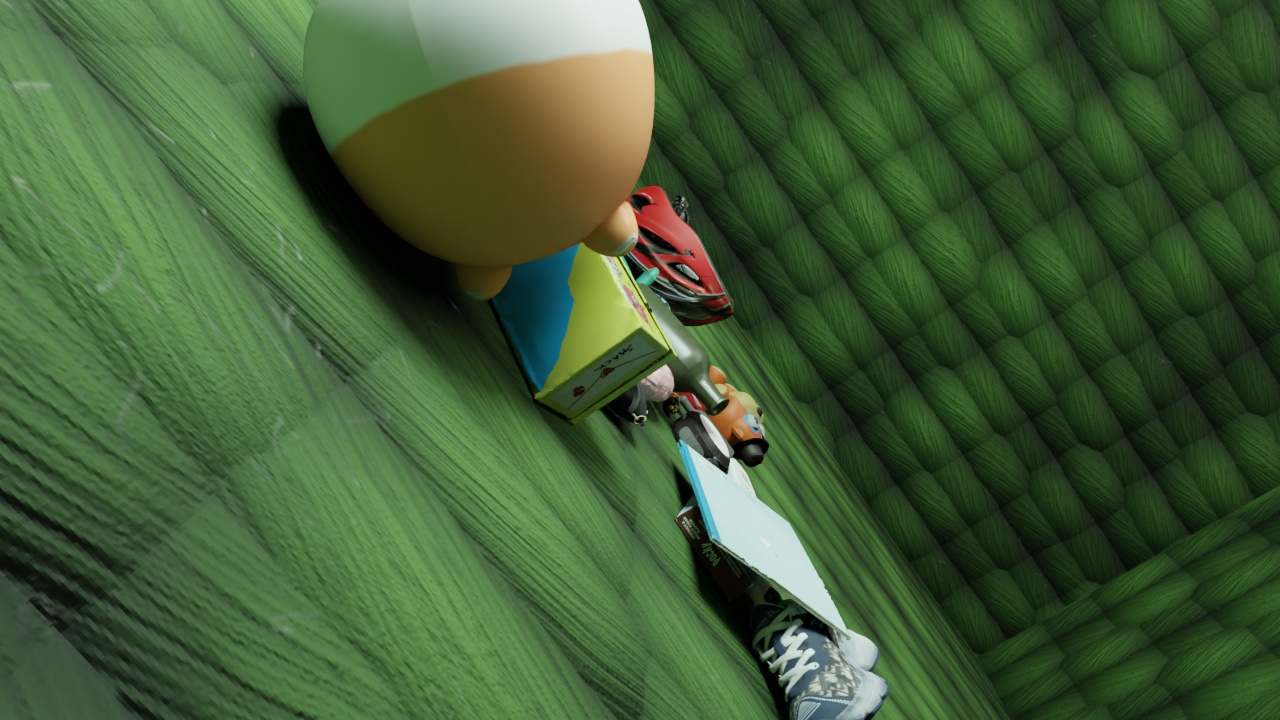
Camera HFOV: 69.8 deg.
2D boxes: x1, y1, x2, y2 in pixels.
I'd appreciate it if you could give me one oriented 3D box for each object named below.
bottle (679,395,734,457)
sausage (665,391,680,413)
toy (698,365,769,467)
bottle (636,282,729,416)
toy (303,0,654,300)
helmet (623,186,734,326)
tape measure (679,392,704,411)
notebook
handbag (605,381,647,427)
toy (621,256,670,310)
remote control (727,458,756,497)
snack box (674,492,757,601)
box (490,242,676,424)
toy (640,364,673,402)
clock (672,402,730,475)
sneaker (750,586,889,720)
[{"bbox_3d":[0.090,0.096,1.314,0.113,0.030,0.030,53,11,-13],"label":"bottle"},{"bbox_3d":[0.046,0.048,1.292,0.020,0.020,0.155,53,11,-10],"label":"sausage"},{"bbox_3d":[0.141,0.092,1.416,0.112,0.096,0.175,49,23,-49],"label":"toy"},{"bbox_3d":[0.040,-0.011,1.200,0.207,0.071,0.071,50,7,25],"label":"bottle"},{"bbox_3d":[-0.113,-0.198,0.720,0.265,0.263,0.281,-58,130,-76],"label":"toy"},{"bbox_3d":[0.052,-0.165,1.560,0.272,0.167,0.217,53,-2,17],"label":"helmet"},{"bbox_3d":[0.079,0.064,1.391,0.051,0.019,0.059,61,12,27],"label":"tape measure"},{"bbox_3d":[0.123,0.182,0.984,0.181,0.009,0.253,38,9,-13],"label":"notebook"},{"bbox_3d":[-0.021,0.020,1.001,0.079,0.054,0.128,54,8,-28],"label":"handbag"},{"bbox_3d":[-0.018,-0.091,1.324,0.130,0.073,0.193,-20,68,-39],"label":"toy"},{"bbox_3d":[0.136,0.178,1.267,0.060,0.028,0.114,50,12,-24],"label":"remote control"},{"bbox_3d":[0.093,0.192,1.030,0.101,0.032,0.185,56,11,4],"label":"snack box"},{"bbox_3d":[-0.073,-0.067,0.856,0.221,0.124,0.080,60,11,32],"label":"box"},{"bbox_3d":[-0.007,0.007,1.122,0.105,0.053,0.108,43,8,19],"label":"toy"},{"bbox_3d":[0.086,0.113,1.205,0.122,0.044,0.091,60,12,24],"label":"clock"},{"bbox_3d":[0.157,0.294,0.892,0.132,0.103,0.269,42,8,9],"label":"sneaker"}]
